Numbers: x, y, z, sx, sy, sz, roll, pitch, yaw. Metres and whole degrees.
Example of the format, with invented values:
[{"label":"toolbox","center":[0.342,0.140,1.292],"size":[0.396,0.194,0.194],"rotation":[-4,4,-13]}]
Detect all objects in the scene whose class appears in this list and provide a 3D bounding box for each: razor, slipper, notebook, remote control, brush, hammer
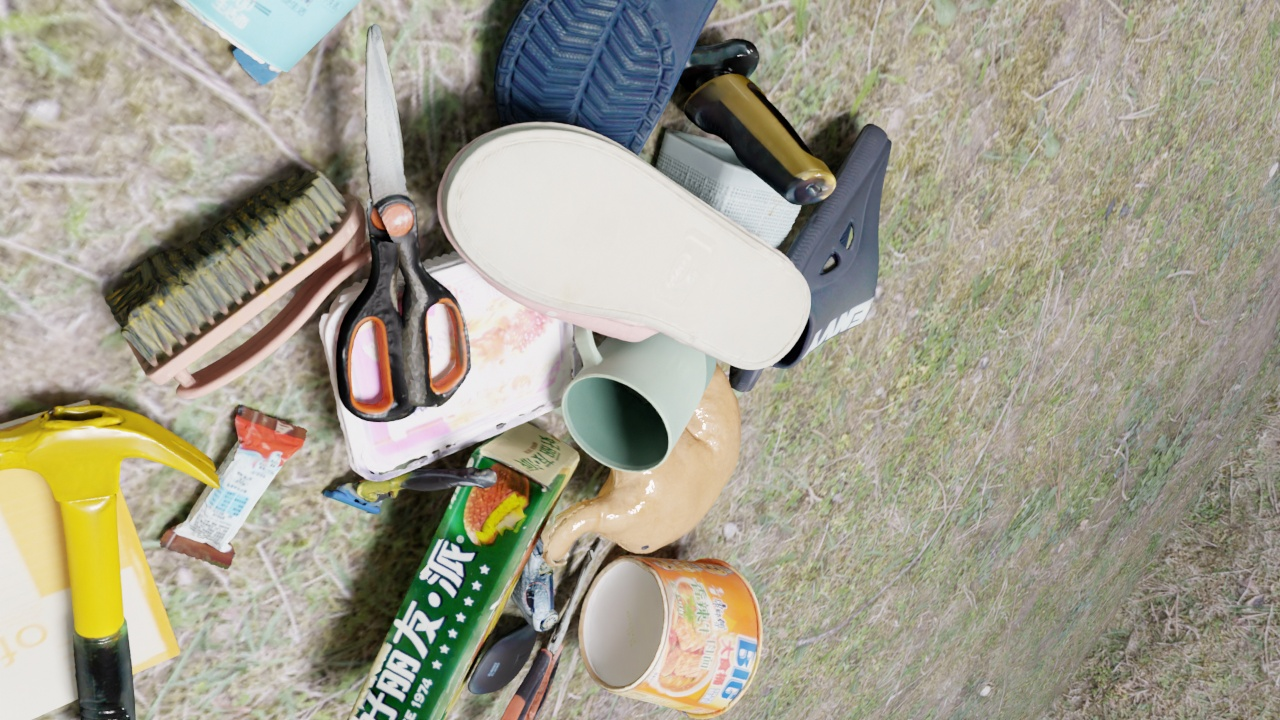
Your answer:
[{"label":"razor","center":[-0.151,0.082,0.615],"size":[0.042,0.143,0.022],"rotation":[33,53,-47]},{"label":"slipper","center":[-0.008,-0.224,0.557],"size":[0.105,0.095,0.253],"rotation":[26,121,-14]},{"label":"notebook","center":[-0.366,0.131,0.528],"size":[0.145,0.010,0.207],"rotation":[-20,128,-31]},{"label":"slipper","center":[-0.002,-0.067,0.586],"size":[0.274,0.054,0.114],"rotation":[19,101,-32]},{"label":"slipper","center":[0.158,-0.079,0.736],"size":[0.267,0.083,0.111],"rotation":[-58,174,-26]},{"label":"remote control","center":[-0.110,0.251,0.772],"size":[0.053,0.024,0.136],"rotation":[-62,170,-3]},{"label":"brush","center":[-0.214,-0.044,0.511],"size":[0.145,0.063,0.073],"rotation":[-41,132,-16]},{"label":"hammer","center":[-0.322,0.159,0.548],"size":[0.128,0.033,0.301],"rotation":[-5,120,-32]},{"label":"razor","center":[0.078,-0.161,0.615],"size":[0.062,0.167,0.068],"rotation":[24,117,-44]}]

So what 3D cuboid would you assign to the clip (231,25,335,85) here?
[{"label":"clip","center":[-0.188,-0.173,0.487],"size":[0.057,0.028,0.024],"rotation":[-40,134,-2]}]

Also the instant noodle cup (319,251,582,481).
[{"label":"instant noodle cup","center":[-0.127,-0.012,0.610],"size":[0.173,0.060,0.138],"rotation":[-22,129,-28]}]

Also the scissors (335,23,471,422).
[{"label":"scissors","center":[-0.147,-0.062,0.501],"size":[0.124,0.022,0.235],"rotation":[-34,133,-20]}]

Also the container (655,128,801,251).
[{"label":"container","center":[0.054,-0.102,0.692],"size":[0.089,0.090,0.112],"rotation":[1,118,-41]}]

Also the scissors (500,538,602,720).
[{"label":"scissors","center":[-0.085,0.270,0.832],"size":[0.213,0.015,0.197],"rotation":[-55,163,-38]}]

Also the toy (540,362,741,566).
[{"label":"toy","center":[0.011,0.093,0.746],"size":[0.225,0.083,0.143],"rotation":[-54,128,-31]}]

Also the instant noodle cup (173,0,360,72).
[{"label":"instant noodle cup","center":[-0.165,-0.206,0.427],"size":[0.120,0.111,0.111],"rotation":[-48,138,5]}]

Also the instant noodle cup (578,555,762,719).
[{"label":"instant noodle cup","center":[0.021,0.251,0.854],"size":[0.111,0.151,0.151],"rotation":[23,100,-38]}]

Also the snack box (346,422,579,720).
[{"label":"snack box","center":[-0.130,0.168,0.682],"size":[0.240,0.063,0.114],"rotation":[-63,178,10]}]

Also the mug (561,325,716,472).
[{"label":"mug","center":[-0.004,0.004,0.653],"size":[0.112,0.082,0.106],"rotation":[57,40,-20]}]

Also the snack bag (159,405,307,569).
[{"label":"snack bag","center":[-0.256,0.081,0.580],"size":[0.048,0.026,0.104],"rotation":[28,97,-27]}]

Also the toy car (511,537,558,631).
[{"label":"toy car","center":[-0.094,0.185,0.774],"size":[0.031,0.049,0.106],"rotation":[-18,127,-28]}]
